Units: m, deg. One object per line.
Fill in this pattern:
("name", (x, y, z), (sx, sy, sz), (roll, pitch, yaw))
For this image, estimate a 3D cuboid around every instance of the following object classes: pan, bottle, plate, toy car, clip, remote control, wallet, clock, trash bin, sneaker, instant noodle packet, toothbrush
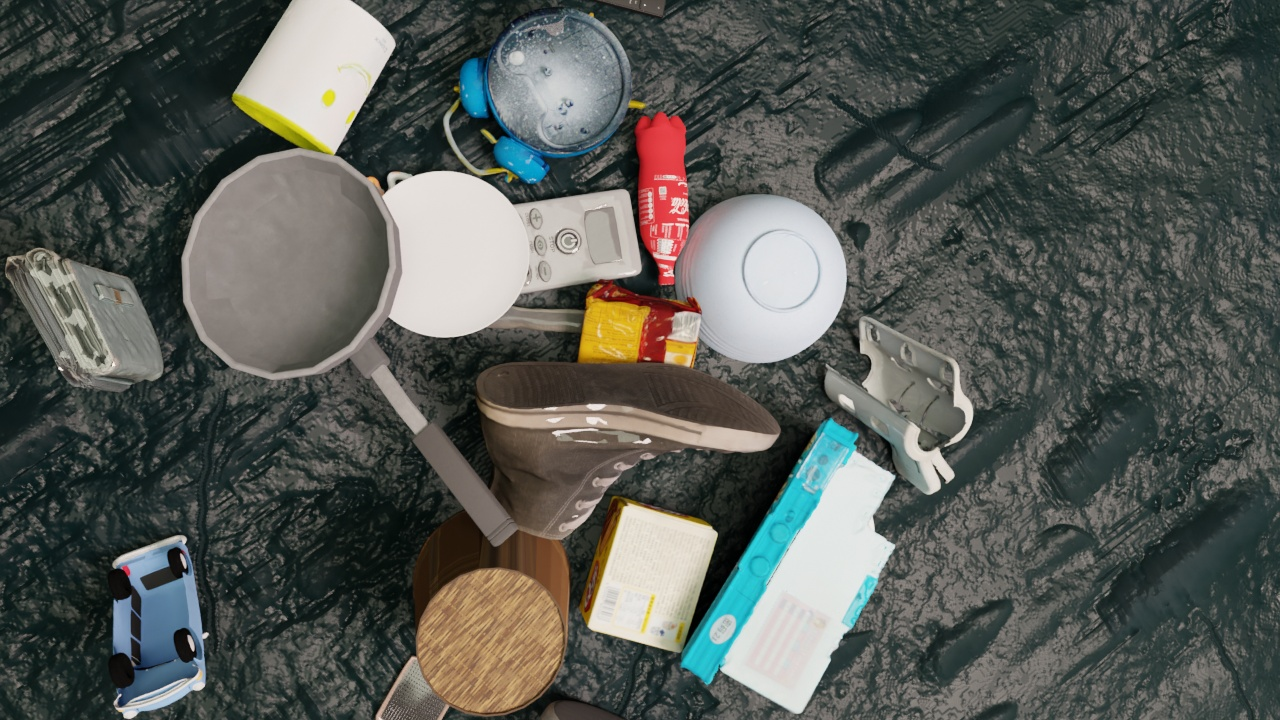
("pan", (-0.207, -0.006, 0.692), (0.178, 0.041, 0.357), (-42, 77, 4))
("bottle", (0.019, -0.135, 0.774), (0.042, 0.042, 0.141), (-3, 92, -9))
("plate", (-0.158, -0.086, 0.742), (0.134, 0.011, 0.134), (0, 86, -7))
("toy car", (-0.356, 0.196, 0.679), (0.056, 0.153, 0.055), (-20, 130, -17))
("clip", (0.211, 0.050, 0.772), (0.104, 0.126, 0.152), (-15, 117, -15))
("remote control", (-0.078, -0.097, 0.771), (0.151, 0.019, 0.074), (-10, 92, -8))
("wallet", (-0.399, -0.027, 0.667), (0.054, 0.132, 0.100), (-30, 96, -11))
("clock", (-0.084, -0.214, 0.750), (0.161, 0.060, 0.117), (-29, 96, -6))
("trash bin", (-0.050, 0.383, 0.714), (0.156, 0.156, 0.183), (27, 84, -8))
("sneaker", (-0.012, 0.073, 0.718), (0.234, 0.095, 0.120), (0, 120, -15))
("remote control", (-0.046, -0.323, 0.779), (0.140, 0.009, 0.030), (11, 89, -9))
("instant noodle packet", (-0.005, 0.004, 0.761), (0.098, 0.039, 0.135), (5, 108, -11))
("toothbrush", (-0.116, -0.037, 0.766), (0.185, 0.022, 0.024), (3, 54, -7))

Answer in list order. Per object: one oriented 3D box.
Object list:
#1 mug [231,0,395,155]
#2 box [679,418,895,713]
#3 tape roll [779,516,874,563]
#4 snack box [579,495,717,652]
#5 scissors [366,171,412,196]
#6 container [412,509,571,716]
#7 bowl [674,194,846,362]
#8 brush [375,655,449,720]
("mug", (-0.252, -0.223, 0.712), (0.082, 0.082, 0.106), (30, 85, -8))
("box", (0.128, 0.170, 0.773), (0.171, 0.084, 0.227), (36, 84, -44))
("tape roll", (0.161, 0.153, 0.813), (0.093, 0.013, 0.093), (0, 90, -9))
("snack box", (0.005, 0.175, 0.765), (0.083, 0.061, 0.105), (18, 88, -9))
("scissors", (-0.192, -0.094, 0.752), (0.065, 0.013, 0.128), (-20, 86, -8))
("container", (-0.112, 0.187, 0.694), (0.132, 0.167, 0.132), (0, 90, -9))
("bowl", (0.109, -0.072, 0.772), (0.150, 0.075, 0.150), (0, 90, -8))
("brush", (-0.202, 0.313, 0.758), (0.050, 0.015, 0.135), (31, 86, -9))
